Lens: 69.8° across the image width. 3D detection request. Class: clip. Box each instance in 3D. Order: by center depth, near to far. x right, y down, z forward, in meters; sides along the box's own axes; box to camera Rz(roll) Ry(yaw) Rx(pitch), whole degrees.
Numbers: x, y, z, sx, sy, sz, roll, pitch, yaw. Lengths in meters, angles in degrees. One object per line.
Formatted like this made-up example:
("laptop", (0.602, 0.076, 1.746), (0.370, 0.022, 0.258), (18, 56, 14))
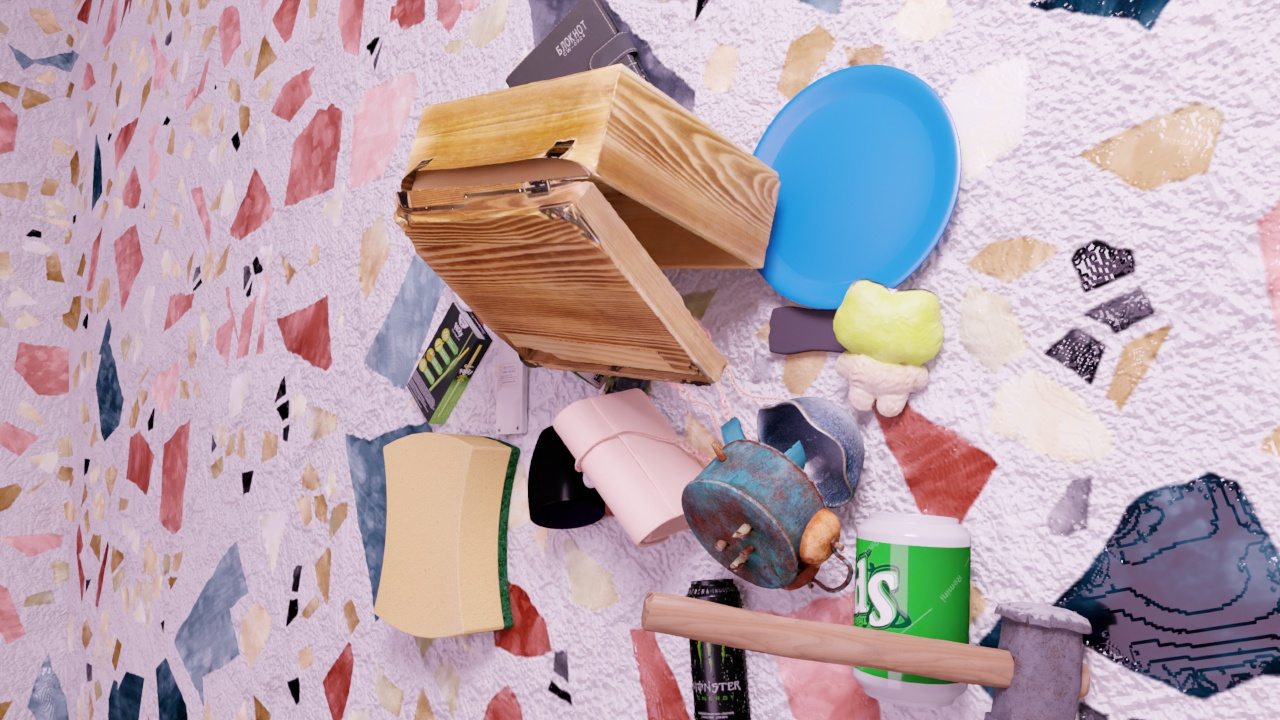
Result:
("clip", (0.121, 0.099, 0.812), (0.121, 0.033, 0.119), (55, 151, 3))

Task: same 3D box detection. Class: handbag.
("handbag", (0.017, 0.058, 0.890), (0.198, 0.116, 0.188), (52, 121, 23))

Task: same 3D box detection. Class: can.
("can", (0.214, 0.194, 0.726), (0.088, 0.087, 0.140), (-2, 83, 43))
("can", (0.073, 0.278, 0.869), (0.054, 0.053, 0.137), (-14, 74, 41))

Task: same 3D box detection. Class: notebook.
("notebook", (-0.072, -0.322, 1.096), (0.170, 0.029, 0.209), (-38, 61, 22))

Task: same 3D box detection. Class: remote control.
("remote control", (0.173, -0.028, 0.849), (0.125, 0.009, 0.046), (1, 85, 41))
("remote control", (-0.161, 0.026, 1.156), (0.050, 0.011, 0.135), (-8, 78, 42))

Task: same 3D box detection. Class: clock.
("clock", (0.108, 0.145, 0.780), (0.157, 0.073, 0.121), (37, 147, 16))

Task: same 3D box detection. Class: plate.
("plate", (0.190, -0.156, 0.842), (0.225, 0.024, 0.224), (-8, 79, 42))

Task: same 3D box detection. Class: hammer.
("hammer", (0.162, 0.205, 0.650), (0.052, 0.328, 0.098), (142, 137, -81))

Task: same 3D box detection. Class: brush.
("brush", (-0.248, 0.218, 1.165), (0.195, 0.075, 0.250), (-5, 81, 43))

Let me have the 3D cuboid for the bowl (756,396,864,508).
("bowl", (0.158, 0.072, 0.806), (0.110, 0.055, 0.111), (42, 151, 29))

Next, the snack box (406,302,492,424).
("snack box", (-0.261, 0.005, 1.243), (0.080, 0.025, 0.148), (50, 117, 35))

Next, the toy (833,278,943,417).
("toy", (0.208, -0.010, 0.784), (0.092, 0.046, 0.115), (11, 104, 20))

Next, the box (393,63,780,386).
("box", (-0.070, -0.113, 0.842), (0.280, 0.258, 0.220), (8, 79, 44))

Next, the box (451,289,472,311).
("box", (-0.179, -0.168, 1.167), (0.211, 0.084, 0.185), (-13, 81, 41))

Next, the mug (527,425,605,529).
("mug", (-0.073, 0.118, 1.010), (0.119, 0.084, 0.100), (-37, 48, 40))

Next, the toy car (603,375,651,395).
("toy car", (-0.006, 0.006, 0.991), (0.030, 0.049, 0.107), (-89, 20, -79))

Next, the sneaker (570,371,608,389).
("sneaker", (-0.104, -0.051, 1.073), (0.235, 0.084, 0.079), (31, 84, 39))
